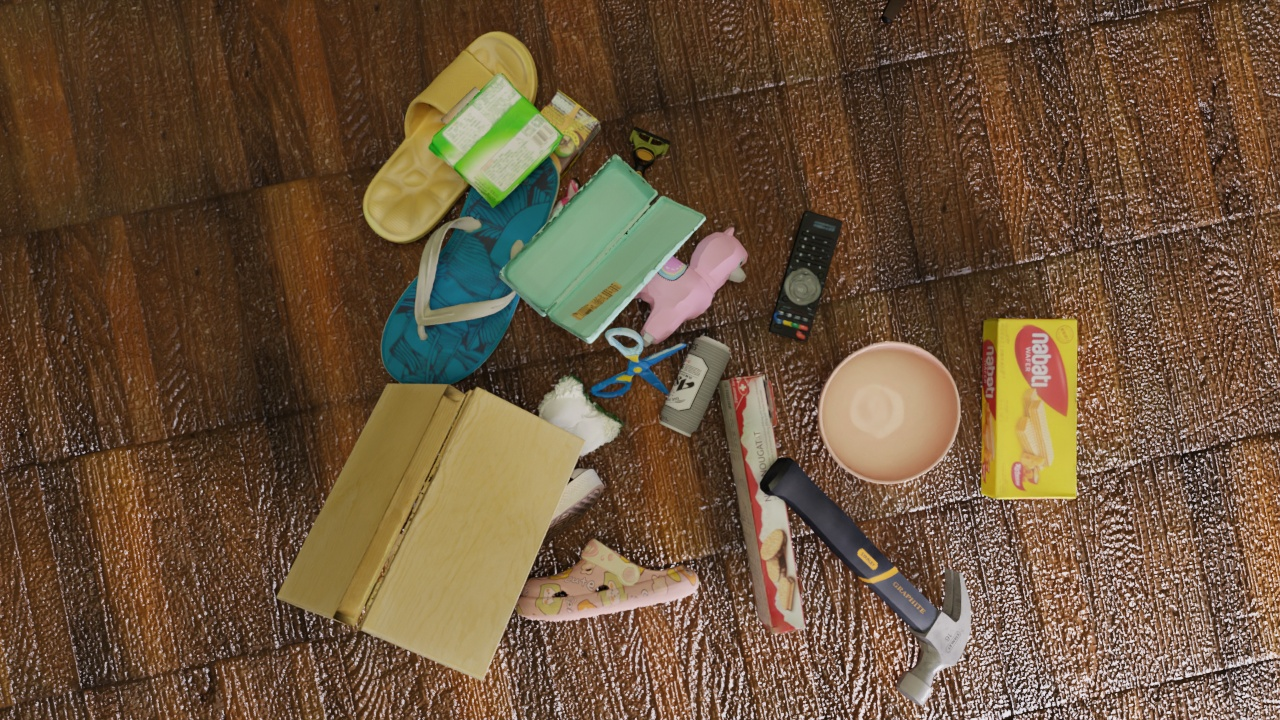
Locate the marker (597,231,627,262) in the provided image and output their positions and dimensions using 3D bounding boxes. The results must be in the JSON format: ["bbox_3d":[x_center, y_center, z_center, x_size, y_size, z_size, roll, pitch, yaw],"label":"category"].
[{"bbox_3d":[-0.033,-0.116,1.017,0.134,0.015,0.018,-40,60,-2],"label":"marker"}]

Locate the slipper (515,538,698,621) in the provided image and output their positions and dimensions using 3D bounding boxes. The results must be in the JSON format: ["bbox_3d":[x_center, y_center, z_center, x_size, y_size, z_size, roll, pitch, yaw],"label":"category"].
[{"bbox_3d":[-0.038,0.230,0.980,0.197,0.093,0.081,-8,79,-3],"label":"slipper"}]

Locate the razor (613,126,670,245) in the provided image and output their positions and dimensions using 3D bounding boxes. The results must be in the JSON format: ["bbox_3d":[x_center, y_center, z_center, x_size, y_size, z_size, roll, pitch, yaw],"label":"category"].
[{"bbox_3d":[-0.010,-0.184,1.009,0.044,0.021,0.144,21,84,-10],"label":"razor"}]

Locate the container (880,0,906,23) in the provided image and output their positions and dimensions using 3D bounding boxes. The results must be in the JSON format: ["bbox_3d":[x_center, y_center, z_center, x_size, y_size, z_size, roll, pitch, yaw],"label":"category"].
[{"bbox_3d":[0.220,-0.528,0.958,0.321,0.176,0.205,31,91,-1],"label":"container"}]

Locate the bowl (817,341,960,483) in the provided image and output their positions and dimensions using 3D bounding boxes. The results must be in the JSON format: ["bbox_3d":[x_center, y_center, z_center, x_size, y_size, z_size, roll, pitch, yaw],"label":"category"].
[{"bbox_3d":[0.260,0.055,0.997,0.153,0.076,0.153,0,90,-2],"label":"bowl"}]

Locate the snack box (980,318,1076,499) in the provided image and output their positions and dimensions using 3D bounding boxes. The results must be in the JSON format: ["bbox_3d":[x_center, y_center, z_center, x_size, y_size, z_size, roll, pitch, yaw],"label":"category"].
[{"bbox_3d":[0.432,0.053,1.020,0.092,0.042,0.200,1,89,-3],"label":"snack box"}]

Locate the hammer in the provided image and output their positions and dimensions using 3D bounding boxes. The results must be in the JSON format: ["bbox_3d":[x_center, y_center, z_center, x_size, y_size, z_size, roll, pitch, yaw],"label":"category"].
[{"bbox_3d":[0.237,0.220,0.971,0.312,0.035,0.139,44,75,-17],"label":"hammer"}]

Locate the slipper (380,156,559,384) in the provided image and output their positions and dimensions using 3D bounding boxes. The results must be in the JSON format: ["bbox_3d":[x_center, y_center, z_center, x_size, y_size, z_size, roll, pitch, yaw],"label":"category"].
[{"bbox_3d":[-0.176,-0.094,0.974,0.118,0.060,0.295,27,97,-11],"label":"slipper"}]

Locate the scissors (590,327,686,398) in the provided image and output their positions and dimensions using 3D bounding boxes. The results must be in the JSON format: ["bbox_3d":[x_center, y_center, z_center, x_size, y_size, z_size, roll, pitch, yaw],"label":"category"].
[{"bbox_3d":[-0.006,0.005,0.985,0.126,0.127,0.013,-25,49,21],"label":"scissors"}]

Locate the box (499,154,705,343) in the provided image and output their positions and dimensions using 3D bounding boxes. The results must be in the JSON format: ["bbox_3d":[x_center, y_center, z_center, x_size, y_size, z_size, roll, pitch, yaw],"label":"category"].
[{"bbox_3d":[-0.039,-0.115,0.953,0.138,0.055,0.186,40,75,13],"label":"box"}]

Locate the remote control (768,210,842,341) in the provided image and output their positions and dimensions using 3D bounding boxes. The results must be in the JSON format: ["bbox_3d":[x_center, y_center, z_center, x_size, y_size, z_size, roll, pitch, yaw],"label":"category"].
[{"bbox_3d":[0.184,-0.093,1.024,0.045,0.021,0.140,16,93,-1],"label":"remote control"}]

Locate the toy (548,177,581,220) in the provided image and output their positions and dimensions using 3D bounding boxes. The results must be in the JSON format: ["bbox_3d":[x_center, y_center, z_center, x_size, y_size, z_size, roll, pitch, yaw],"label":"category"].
[{"bbox_3d":[-0.079,-0.142,1.002,0.065,0.050,0.102,37,93,-6],"label":"toy"}]

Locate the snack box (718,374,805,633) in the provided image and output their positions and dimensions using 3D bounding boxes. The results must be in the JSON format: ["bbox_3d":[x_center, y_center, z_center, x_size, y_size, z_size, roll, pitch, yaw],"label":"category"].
[{"bbox_3d":[0.132,0.151,0.991,0.044,0.077,0.273,-9,89,-6],"label":"snack box"}]

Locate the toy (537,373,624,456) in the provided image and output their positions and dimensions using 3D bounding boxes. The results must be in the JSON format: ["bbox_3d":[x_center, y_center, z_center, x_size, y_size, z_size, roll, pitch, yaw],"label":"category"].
[{"bbox_3d":[-0.084,0.075,1.001,0.109,0.041,0.095,-42,105,1],"label":"toy"}]

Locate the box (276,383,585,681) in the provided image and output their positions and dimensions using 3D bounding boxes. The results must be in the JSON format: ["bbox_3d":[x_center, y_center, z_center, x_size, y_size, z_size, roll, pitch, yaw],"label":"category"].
[{"bbox_3d":[-0.212,0.150,0.900,0.253,0.119,0.247,13,66,22],"label":"box"}]

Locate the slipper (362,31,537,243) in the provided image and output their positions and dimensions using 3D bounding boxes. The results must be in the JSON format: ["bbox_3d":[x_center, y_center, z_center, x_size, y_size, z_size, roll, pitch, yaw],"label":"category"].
[{"bbox_3d":[-0.203,-0.241,0.983,0.099,0.078,0.263,36,87,-4],"label":"slipper"}]

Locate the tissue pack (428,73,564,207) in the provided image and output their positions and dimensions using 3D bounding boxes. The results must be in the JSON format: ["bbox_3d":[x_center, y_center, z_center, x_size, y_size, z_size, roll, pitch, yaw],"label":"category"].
[{"bbox_3d":[-0.147,-0.227,0.937,0.099,0.034,0.114,44,79,-10],"label":"tissue pack"}]

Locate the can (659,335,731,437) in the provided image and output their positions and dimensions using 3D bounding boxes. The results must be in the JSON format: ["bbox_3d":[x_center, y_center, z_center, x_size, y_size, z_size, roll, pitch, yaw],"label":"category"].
[{"bbox_3d":[0.060,0.028,1.005,0.044,0.044,0.106,25,88,-2],"label":"can"}]

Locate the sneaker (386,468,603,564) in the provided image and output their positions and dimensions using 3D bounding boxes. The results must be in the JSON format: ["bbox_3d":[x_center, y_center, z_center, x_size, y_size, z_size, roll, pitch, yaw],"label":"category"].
[{"bbox_3d":[-0.162,0.163,0.981,0.245,0.091,0.097,-27,74,-1],"label":"sneaker"}]

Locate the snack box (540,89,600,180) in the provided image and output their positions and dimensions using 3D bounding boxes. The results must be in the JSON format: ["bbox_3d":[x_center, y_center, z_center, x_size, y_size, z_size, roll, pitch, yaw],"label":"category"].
[{"bbox_3d":[-0.111,-0.220,1.011,0.061,0.025,0.149,37,88,-2],"label":"snack box"}]

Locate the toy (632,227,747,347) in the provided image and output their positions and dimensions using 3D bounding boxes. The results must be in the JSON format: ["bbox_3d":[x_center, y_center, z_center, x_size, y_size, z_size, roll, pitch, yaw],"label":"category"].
[{"bbox_3d":[0.035,-0.092,0.996,0.123,0.067,0.157,40,84,0],"label":"toy"}]
